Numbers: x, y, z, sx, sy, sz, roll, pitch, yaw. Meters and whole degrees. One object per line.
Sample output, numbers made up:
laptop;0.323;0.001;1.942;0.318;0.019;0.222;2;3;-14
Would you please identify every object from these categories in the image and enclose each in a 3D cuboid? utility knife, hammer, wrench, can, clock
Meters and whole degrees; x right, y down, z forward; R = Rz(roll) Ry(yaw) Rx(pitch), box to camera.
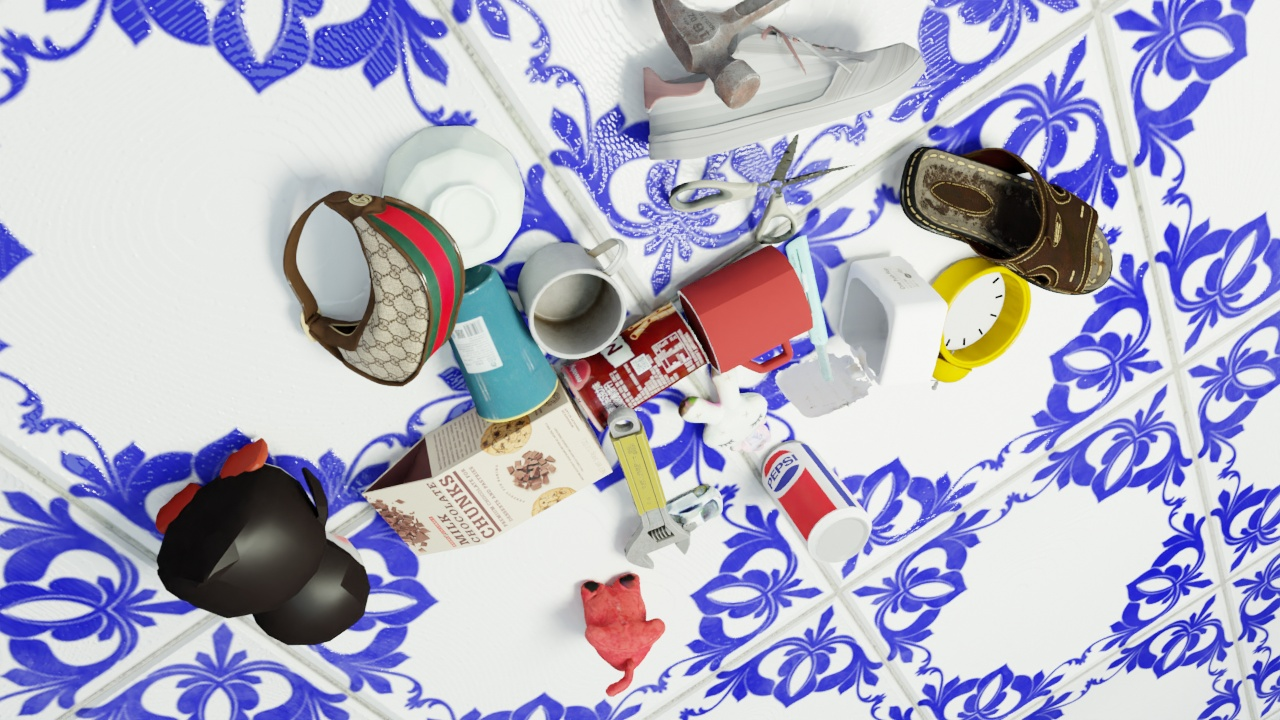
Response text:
utility knife;0.163;-0.048;0.869;0.022;0.015;0.141;-15;87;27
hammer;0.149;-0.322;0.708;0.314;0.137;0.035;-35;162;-12
wrench;0.003;0.133;0.910;0.083;0.018;0.274;-15;138;3
can;0.181;0.146;0.963;0.070;0.132;0.070;-9;122;-15
clock;0.338;-0.041;0.959;0.152;0.052;0.113;-42;124;2

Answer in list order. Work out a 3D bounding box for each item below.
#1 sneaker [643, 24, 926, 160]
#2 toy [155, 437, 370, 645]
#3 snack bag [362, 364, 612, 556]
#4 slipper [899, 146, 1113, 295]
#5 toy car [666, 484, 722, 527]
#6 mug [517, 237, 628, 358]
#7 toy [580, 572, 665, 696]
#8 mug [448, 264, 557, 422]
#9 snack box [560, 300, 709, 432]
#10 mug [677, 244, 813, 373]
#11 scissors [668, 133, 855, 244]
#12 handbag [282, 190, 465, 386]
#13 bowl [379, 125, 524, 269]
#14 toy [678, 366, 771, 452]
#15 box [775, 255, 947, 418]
sneaker;0.110;-0.233;0.734;0.236;0.099;0.089;-17;110;-2
toy;-0.316;0.188;0.806;0.159;0.140;0.184;-34;125;2
snack bag;-0.144;0.104;0.861;0.206;0.070;0.094;-29;125;-1
slipper;0.364;-0.134;0.877;0.267;0.076;0.113;18;83;-23
toy car;0.048;0.168;0.993;0.089;0.027;0.039;-26;127;-3
mug;-0.053;-0.064;0.792;0.084;0.070;0.113;29;106;-31
toy;-0.020;0.310;0.999;0.088;0.132;0.094;0;129;-8
mug;-0.130;-0.017;0.793;0.078;0.078;0.121;-24;120;-5
snack box;-0.005;0.005;0.851;0.121;0.072;0.072;-33;125;0
mug;0.102;-0.035;0.857;0.096;0.080;0.116;-27;121;-3
scissors;0.107;-0.141;0.792;0.171;0.012;0.157;-4;158;20
handbag;-0.215;-0.055;0.724;0.138;0.063;0.167;29;133;4
bowl;-0.145;-0.122;0.731;0.117;0.061;0.118;-9;121;-15
toy;0.094;0.057;0.937;0.079;0.038;0.122;-46;126;2
box;0.203;-0.013;0.898;0.132;0.107;0.152;-5;126;-11
